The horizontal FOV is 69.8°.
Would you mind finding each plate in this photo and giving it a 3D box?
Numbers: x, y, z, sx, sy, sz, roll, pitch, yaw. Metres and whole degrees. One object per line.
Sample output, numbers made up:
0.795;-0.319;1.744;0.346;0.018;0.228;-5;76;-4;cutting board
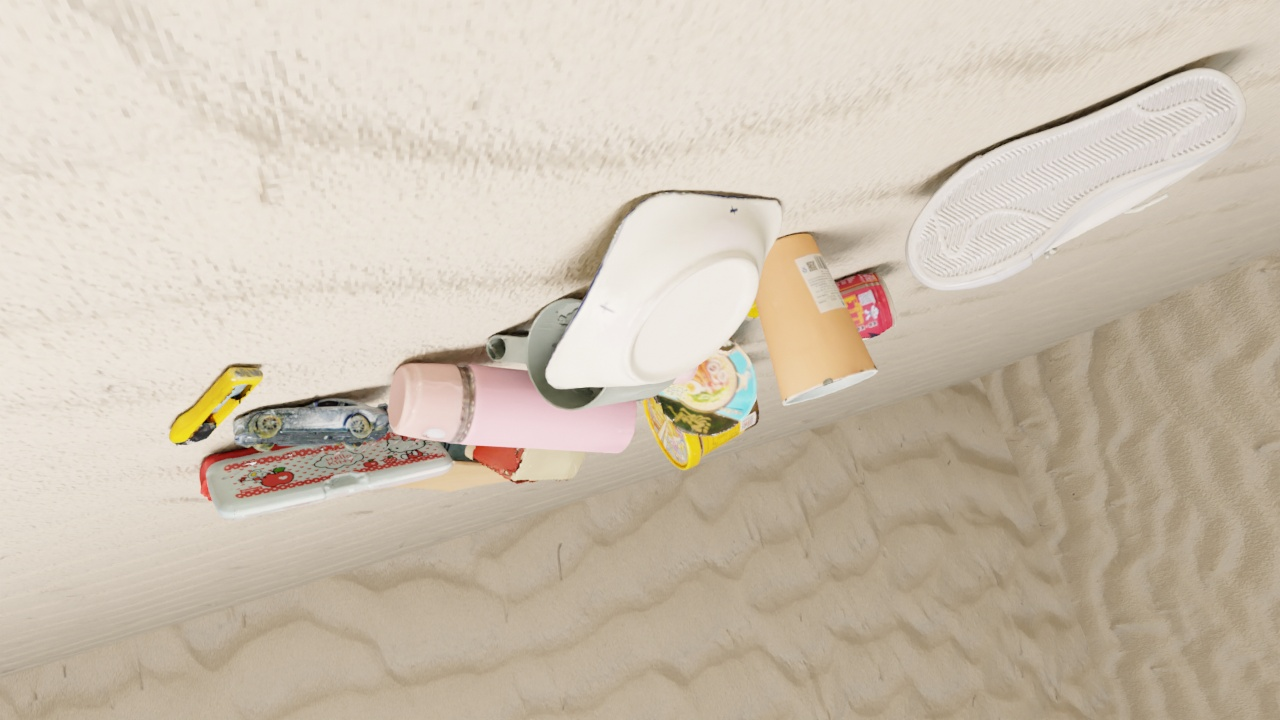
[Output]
0.026;-0.035;0.614;0.163;0.034;0.165;-7;137;-46;plate

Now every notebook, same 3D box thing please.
-0.206;0.126;0.998;0.150;0.012;0.211;-11;168;21;notebook

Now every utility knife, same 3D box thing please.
-0.302;0.036;0.648;0.033;0.015;0.154;-12;167;-43;utility knife

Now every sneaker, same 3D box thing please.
0.311;-0.129;0.685;0.242;0.089;0.090;-28;171;15;sneaker

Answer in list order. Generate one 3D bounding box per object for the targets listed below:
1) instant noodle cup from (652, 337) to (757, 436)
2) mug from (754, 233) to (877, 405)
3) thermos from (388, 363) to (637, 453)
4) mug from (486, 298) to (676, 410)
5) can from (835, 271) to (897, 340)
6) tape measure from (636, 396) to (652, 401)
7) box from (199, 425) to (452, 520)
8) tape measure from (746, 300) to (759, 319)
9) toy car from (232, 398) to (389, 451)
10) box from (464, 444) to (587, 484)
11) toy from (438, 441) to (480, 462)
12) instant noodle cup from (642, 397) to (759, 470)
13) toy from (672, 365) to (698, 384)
0.078;0.023;1.008;0.111;0.111;0.120;-21;177;12;instant noodle cup
0.130;-0.034;0.731;0.078;0.122;0.078;-18;170;-3;mug
-0.108;0.044;0.765;0.198;0.067;0.087;5;150;-29;thermos
-0.042;-0.008;0.732;0.124;0.084;0.103;7;-174;34;mug
0.206;-0.048;0.937;0.094;0.066;0.066;-20;169;5;can
0.007;0.029;1.101;0.054;0.025;0.058;-8;161;-36;tape measure
-0.289;0.094;0.838;0.200;0.065;0.160;-11;-173;-31;box
0.120;-0.057;0.851;0.057;0.029;0.060;-21;169;8;tape measure
-0.265;0.052;0.743;0.120;0.036;0.054;-2;164;-25;toy car
-0.099;0.082;0.951;0.091;0.077;0.168;-63;162;3;box
-0.195;0.094;1.014;0.156;0.049;0.162;3;150;-40;toy
0.080;0.064;1.175;0.114;0.118;0.119;-23;171;-17;instant noodle cup
-0.005;0.005;0.876;0.121;0.054;0.159;-17;164;15;toy
